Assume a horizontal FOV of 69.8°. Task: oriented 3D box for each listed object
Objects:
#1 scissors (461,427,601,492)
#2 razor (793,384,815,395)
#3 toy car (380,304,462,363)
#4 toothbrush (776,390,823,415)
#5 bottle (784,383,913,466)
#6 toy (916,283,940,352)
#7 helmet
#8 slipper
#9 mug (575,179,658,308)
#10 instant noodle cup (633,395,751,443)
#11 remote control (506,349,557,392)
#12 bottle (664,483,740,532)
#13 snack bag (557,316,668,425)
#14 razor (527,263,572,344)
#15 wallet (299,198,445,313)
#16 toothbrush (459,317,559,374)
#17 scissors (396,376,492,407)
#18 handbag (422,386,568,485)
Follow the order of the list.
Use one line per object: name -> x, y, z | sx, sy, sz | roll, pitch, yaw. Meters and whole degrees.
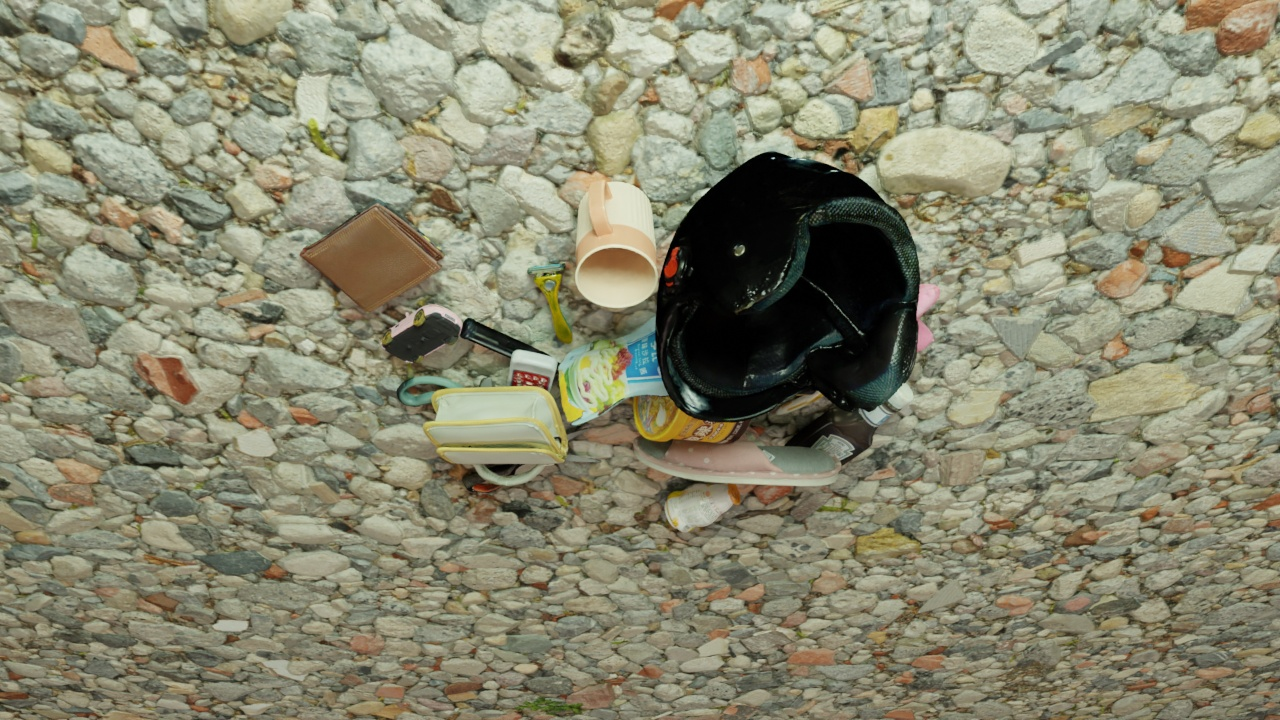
scissors -> -0.178, 0.133, 1.281 | 0.227, 0.021, 0.222 | 27, 131, -28
razor -> 0.164, 0.023, 1.118 | 0.068, 0.062, 0.167 | -24, 160, 35
toy car -> -0.257, -0.033, 1.081 | 0.123, 0.037, 0.056 | -24, 133, 40
toothbrush -> 0.258, 0.034, 1.189 | 0.192, 0.018, 0.016 | -28, 131, 27
bottle -> 0.282, 0.091, 1.238 | 0.080, 0.044, 0.195 | 30, 129, -22
toy -> 0.271, -0.038, 1.056 | 0.178, 0.074, 0.195 | 4, 156, -21
helmet -> 0.130, -0.069, 0.895 | 0.275, 0.229, 0.233 | -40, 129, 22
slipper -> 0.127, 0.117, 1.205 | 0.274, 0.114, 0.054 | 6, 109, 3
mug -> -0.029, -0.129, 0.926 | 0.082, 0.105, 0.115 | -12, 138, 11
instant noodle cup -> 0.068, 0.049, 1.132 | 0.114, 0.118, 0.119 | 13, 137, -28
remote control -> -0.136, 0.025, 1.132 | 0.056, 0.020, 0.136 | 14, 154, -6
bottle -> 0.092, 0.211, 1.350 | 0.109, 0.063, 0.063 | -23, 135, 22
snack bag -> -0.006, 0.006, 1.080 | 0.191, 0.110, 0.039 | -20, 140, 20
razor -> -0.096, -0.059, 1.066 | 0.043, 0.028, 0.133 | -9, 140, 2
wallet -> -0.291, -0.112, 0.994 | 0.125, 0.032, 0.101 | -26, 130, 24
toothbrush -> -0.124, 0.001, 1.131 | 0.212, 0.026, 0.027 | 26, 106, -29
scissors -> -0.232, 0.072, 1.193 | 0.170, 0.019, 0.172 | 11, 138, 2
handbag -> -0.176, 0.112, 1.171 | 0.163, 0.063, 0.179 | -2, 138, 15
